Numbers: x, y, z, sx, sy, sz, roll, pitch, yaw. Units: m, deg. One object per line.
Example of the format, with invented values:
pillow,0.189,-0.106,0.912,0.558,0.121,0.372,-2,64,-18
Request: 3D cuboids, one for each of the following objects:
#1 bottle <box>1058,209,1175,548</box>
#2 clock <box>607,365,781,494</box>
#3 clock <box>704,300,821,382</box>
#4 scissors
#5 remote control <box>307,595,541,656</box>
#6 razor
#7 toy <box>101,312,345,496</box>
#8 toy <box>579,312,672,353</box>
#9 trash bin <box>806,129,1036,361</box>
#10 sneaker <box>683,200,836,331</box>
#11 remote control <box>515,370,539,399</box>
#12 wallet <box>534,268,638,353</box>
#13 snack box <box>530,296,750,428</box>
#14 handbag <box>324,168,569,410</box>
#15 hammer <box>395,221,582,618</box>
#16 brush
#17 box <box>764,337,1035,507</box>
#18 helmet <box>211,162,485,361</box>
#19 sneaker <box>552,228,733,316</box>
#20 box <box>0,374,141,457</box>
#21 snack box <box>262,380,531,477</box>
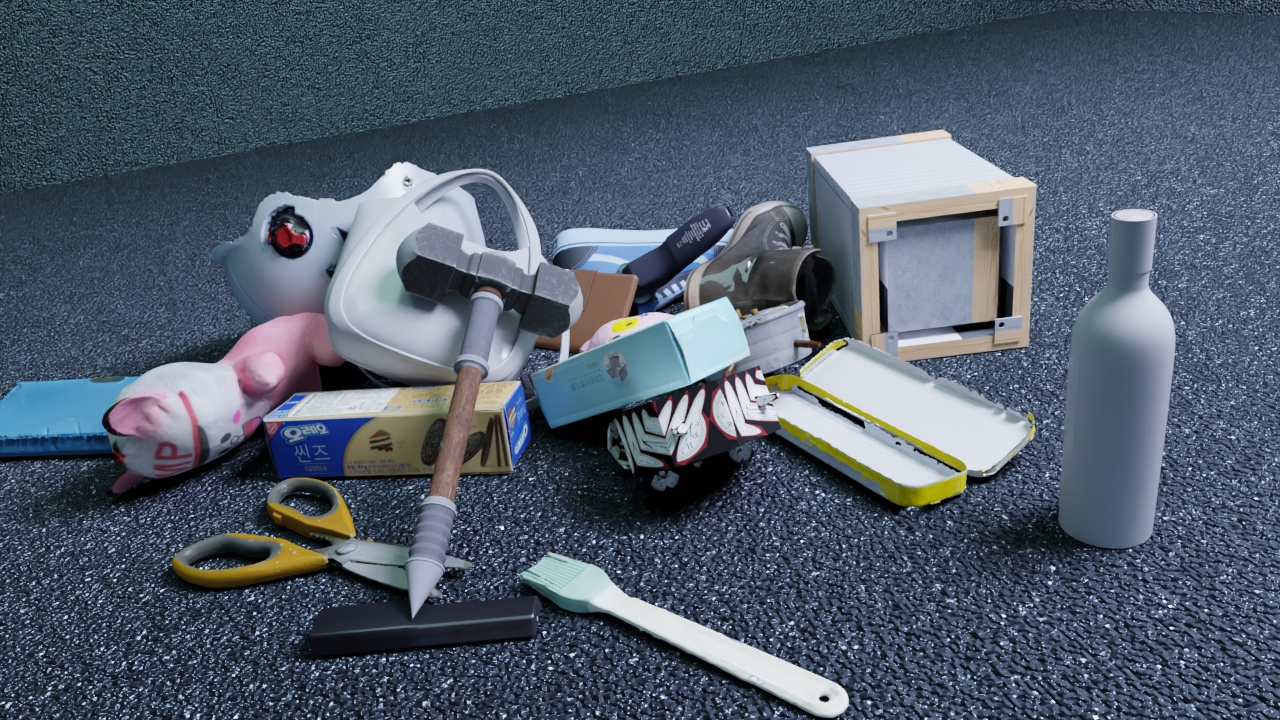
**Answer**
bottle,0.272,0.012,0.522,0.052,0.195,0.052,-7,24,3
clock,0.037,0.053,0.669,0.114,0.065,0.155,-18,-3,-19
clock,0.091,-0.016,0.782,0.104,0.056,0.148,-19,3,-4
scissors,-0.212,0.125,0.648,0.226,0.016,0.161,0,26,16
remote control,-0.129,0.156,0.551,0.136,0.015,0.032,-6,24,4
razor,0.036,-0.107,0.908,0.143,0.047,0.052,-35,-14,35
toy,-0.356,0.030,0.783,0.212,0.084,0.142,-39,0,-43
toy,-0.009,-0.014,0.845,0.093,0.050,0.102,12,37,39
trash bin,0.255,-0.117,0.878,0.142,0.142,0.246,-7,24,3
sneaker,0.146,-0.097,0.918,0.120,0.095,0.234,1,25,32
remote control,-0.139,0.030,0.840,0.124,0.009,0.046,-13,25,-10
wallet,-0.063,-0.050,0.926,0.121,0.087,0.013,8,-13,32
snack box,-0.004,0.004,0.719,0.074,0.053,0.175,-24,2,-43
handbag,-0.157,-0.075,0.821,0.215,0.096,0.222,21,60,-10
hammer,-0.127,0.033,0.653,0.156,0.043,0.321,18,44,-15
brush,0.017,0.152,0.521,0.218,0.012,0.033,13,32,37
box,0.174,0.040,0.690,0.129,0.039,0.210,-26,28,-20
helmet,-0.283,-0.080,0.937,0.264,0.163,0.237,-16,-2,-4
sneaker,0.025,-0.086,1.001,0.241,0.084,0.098,-1,67,-12
box,-0.516,0.051,0.869,0.232,0.048,0.092,-2,26,13
snack box,-0.196,0.058,0.745,0.207,0.057,0.056,-3,21,11
